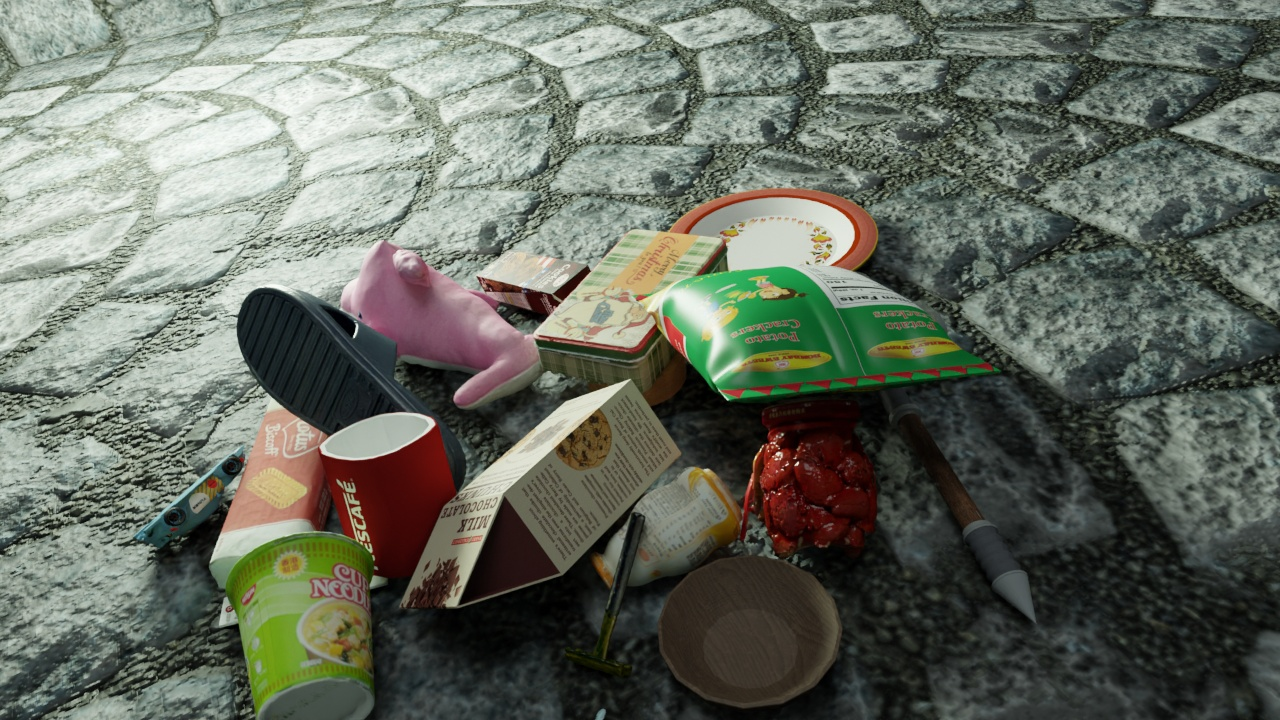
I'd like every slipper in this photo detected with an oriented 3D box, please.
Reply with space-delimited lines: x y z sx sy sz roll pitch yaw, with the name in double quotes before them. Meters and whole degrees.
"slipper" -0.235 0.019 0.790 0.263 0.101 0.082 37 29 16

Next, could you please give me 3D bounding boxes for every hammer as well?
"hammer" 0.221 0.069 0.709 0.156 0.043 0.321 -12 39 -4

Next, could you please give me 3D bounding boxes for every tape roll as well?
"tape roll" -0.005 0.005 0.850 0.094 0.027 0.093 -6 36 4

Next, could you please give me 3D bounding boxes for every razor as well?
"razor" -0.015 0.153 0.614 0.042 0.026 0.105 9 74 25

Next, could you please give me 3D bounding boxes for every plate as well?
"plate" 0.141 -0.127 1.001 0.230 0.021 0.229 -6 36 4

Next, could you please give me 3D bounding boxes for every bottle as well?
"bottle" 0.121 0.088 0.659 0.099 0.099 0.111 -6 78 5
"bottle" 0.017 0.125 0.656 0.108 0.063 0.063 -33 40 -8

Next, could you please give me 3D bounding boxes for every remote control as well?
"remote control" -0.250 0.175 0.688 0.124 0.012 0.028 -13 36 -6

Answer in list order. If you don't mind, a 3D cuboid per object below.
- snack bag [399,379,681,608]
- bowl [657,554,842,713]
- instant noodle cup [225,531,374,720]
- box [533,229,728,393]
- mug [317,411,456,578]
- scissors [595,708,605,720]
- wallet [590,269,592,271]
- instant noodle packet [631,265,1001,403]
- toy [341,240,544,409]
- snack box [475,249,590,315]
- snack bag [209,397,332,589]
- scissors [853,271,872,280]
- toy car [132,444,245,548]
"snack bag" -0.077 0.107 0.659 0.205 0.070 0.095 -41 13 -36
"bowl" 0.071 0.180 0.594 0.118 0.030 0.117 -6 36 4
"instant noodle cup" -0.219 0.185 0.607 0.099 0.099 0.108 -18 45 -12
"box" -0.004 -0.054 0.864 0.118 0.050 0.204 13 41 26
"mug" -0.197 0.098 0.697 0.117 0.097 0.080 5 25 37
"scissors" -0.063 0.270 0.521 0.172 0.021 0.170 11 44 32
"wallet" -0.027 -0.079 0.980 0.091 0.018 0.115 24 46 37
"instant noodle packet" 0.118 -0.024 0.713 0.195 0.090 0.252 -5 20 -13
"toy" -0.202 -0.051 0.889 0.266 0.128 0.186 23 42 28
"snack box" -0.109 -0.081 0.958 0.050 0.032 0.141 -42 36 -26
"snack bag" -0.298 0.095 0.785 0.077 0.041 0.224 -11 37 1
"scissors" 0.151 -0.061 0.893 0.170 0.013 0.132 25 61 23
"toy car" -0.369 0.117 0.771 0.060 0.027 0.107 -23 21 46
